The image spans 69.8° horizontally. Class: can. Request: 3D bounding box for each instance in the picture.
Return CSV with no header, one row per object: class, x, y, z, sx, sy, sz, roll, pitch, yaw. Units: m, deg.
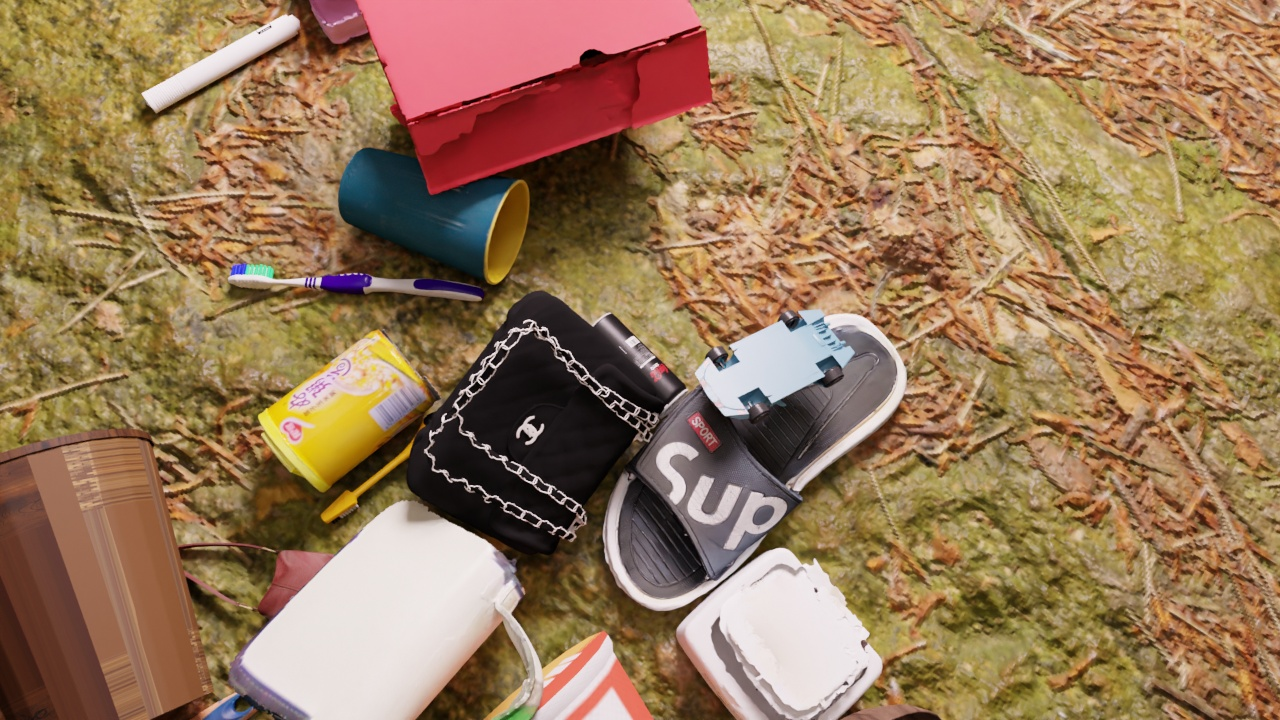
can,-0.197,0.033,0.623,0.105,0.068,0.067,-39,79,-13
can,-0.004,0.004,0.660,0.031,0.031,0.080,-43,80,-14

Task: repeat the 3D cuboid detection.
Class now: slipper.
slipper,0.080,0.059,0.634,0.263,0.063,0.111,-36,78,-15

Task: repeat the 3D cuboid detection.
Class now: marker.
marker,-0.328,-0.236,0.723,0.133,0.017,0.020,-35,42,-12

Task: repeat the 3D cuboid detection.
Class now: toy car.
toy car,0.087,0.007,0.616,0.107,0.028,0.060,-25,65,-20

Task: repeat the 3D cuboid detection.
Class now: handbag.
handbag,-0.260,0.143,0.611,0.120,0.029,0.055,14,71,6
handbag,-0.126,0.177,0.536,0.176,0.074,0.150,14,48,35
handbag,-0.062,0.046,0.587,0.125,0.115,0.153,37,86,-14

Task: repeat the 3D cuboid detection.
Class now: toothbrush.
toothbrush,-0.249,0.217,0.594,0.135,0.017,0.021,-33,74,-9
toothbrush,-0.208,-0.057,0.676,0.186,0.015,0.016,3,68,-3
toothbrush,-0.141,0.047,0.642,0.196,0.031,0.031,-39,64,-10

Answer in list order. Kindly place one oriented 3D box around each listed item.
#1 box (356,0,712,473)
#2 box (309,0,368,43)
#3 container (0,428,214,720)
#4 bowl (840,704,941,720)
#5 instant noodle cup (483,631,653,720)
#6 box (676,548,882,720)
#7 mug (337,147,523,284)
box,-0.040,-0.109,0.673,0.212,0.128,0.425,-22,108,-13
box,-0.165,-0.344,0.739,0.230,0.063,0.084,-27,77,-10
container,-0.340,0.145,0.557,0.132,0.132,0.167,-23,82,-10
bowl,0.134,0.255,0.568,0.119,0.119,0.032,-36,38,-12
instant noodle cup,-0.032,0.251,0.546,0.123,0.123,0.121,-37,86,-13
box,0.093,0.181,0.578,0.102,0.102,0.108,-37,81,-12
mug,-0.151,-0.110,0.668,0.121,0.078,0.078,18,73,8
